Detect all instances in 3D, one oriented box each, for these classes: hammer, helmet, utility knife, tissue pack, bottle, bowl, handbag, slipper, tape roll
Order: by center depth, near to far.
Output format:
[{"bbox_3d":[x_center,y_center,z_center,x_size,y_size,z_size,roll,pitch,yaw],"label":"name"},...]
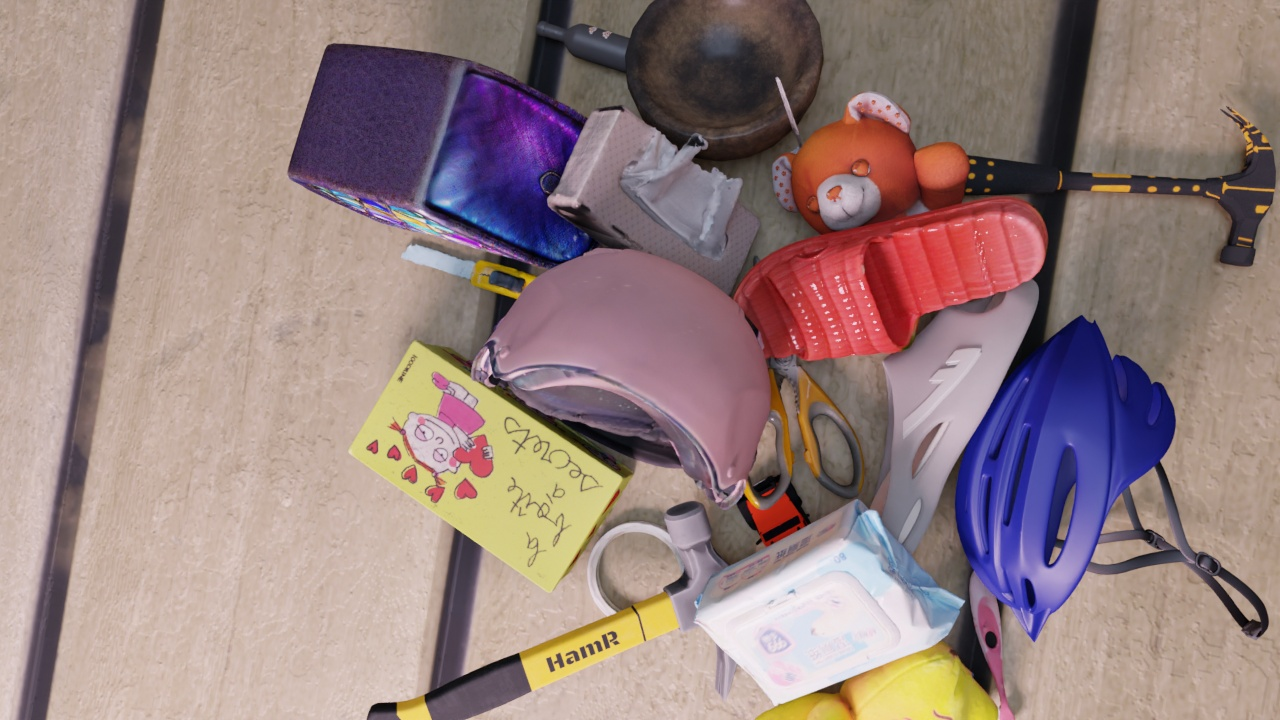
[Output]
[{"bbox_3d":[0.357,0.103,0.681,0.228,0.147,0.241,20,92,15],"label":"helmet"},{"bbox_3d":[0.179,-0.051,0.695,0.249,0.059,0.103,-18,122,26],"label":"slipper"},{"bbox_3d":[0.139,0.189,0.704,0.182,0.069,0.112,-35,99,31],"label":"tissue pack"},{"bbox_3d":[-0.004,0.004,0.716,0.230,0.256,0.152,23,76,7],"label":"helmet"},{"bbox_3d":[0.024,-0.122,0.735,0.071,0.181,0.103,14,75,53],"label":"tissue pack"},{"bbox_3d":[0.221,0.043,0.735,0.080,0.112,0.266,25,99,9],"label":"slipper"},{"bbox_3d":[-0.065,0.248,0.753,0.324,0.034,0.170,-19,100,-13],"label":"hammer"},{"bbox_3d":[0.343,-0.151,0.753,0.321,0.036,0.123,6,94,10],"label":"hammer"},{"bbox_3d":[-0.142,-0.158,0.753,0.205,0.221,0.125,18,91,34],"label":"handbag"},{"bbox_3d":[0.072,-0.240,0.775,0.162,0.070,0.162,-3,73,10],"label":"bowl"},{"bbox_3d":[-0.001,0.190,0.816,0.093,0.013,0.093,-1,87,11],"label":"tape roll"},{"bbox_3d":[-0.042,-0.286,0.831,0.113,0.030,0.030,21,92,11],"label":"bottle"},{"bbox_3d":[-0.123,-0.071,0.849,0.219,0.019,0.030,17,82,14],"label":"utility knife"}]

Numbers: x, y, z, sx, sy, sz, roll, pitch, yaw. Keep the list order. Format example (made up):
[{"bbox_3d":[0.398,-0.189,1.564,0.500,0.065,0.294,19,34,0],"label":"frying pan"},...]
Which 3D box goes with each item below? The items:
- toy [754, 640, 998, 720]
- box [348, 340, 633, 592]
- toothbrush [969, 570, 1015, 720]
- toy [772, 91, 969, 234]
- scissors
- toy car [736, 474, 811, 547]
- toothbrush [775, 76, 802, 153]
[{"bbox_3d":[0.183,0.296,0.742,0.194,0.087,0.134,-34,125,12],"label":"toy"},{"bbox_3d":[-0.128,0.090,0.810,0.221,0.082,0.124,35,94,11],"label":"box"},{"bbox_3d":[0.292,0.240,0.760,0.022,0.016,0.135,-10,84,9],"label":"toothbrush"},{"bbox_3d":[0.191,-0.116,0.729,0.172,0.092,0.164,47,129,-8],"label":"toy"},{"bbox_3d":[0.135,0.014,0.783,0.134,0.016,0.227,3,76,-5],"label":"scissors"},{"bbox_3d":[0.124,0.148,0.776,0.051,0.048,0.100,-31,83,8],"label":"toy car"},{"bbox_3d":[0.117,-0.183,0.722,0.010,0.181,0.010,-35,76,10],"label":"toothbrush"}]
